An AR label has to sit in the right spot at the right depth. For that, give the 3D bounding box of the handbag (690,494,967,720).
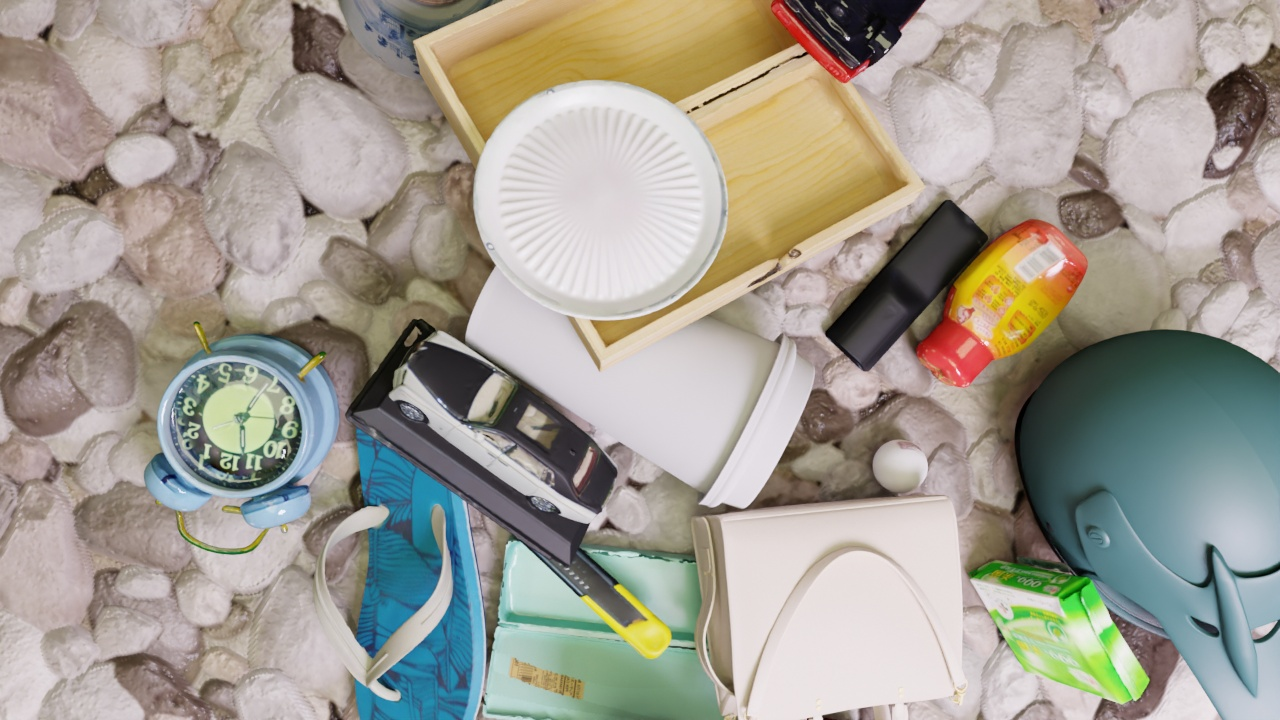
[{"bbox_3d":[0.136,0.201,0.650,0.194,0.101,0.197,-3,82,-13],"label":"handbag"}]

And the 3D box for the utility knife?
[{"bbox_3d":[-0.047,0.152,0.668,0.172,0.020,0.028,40,72,6],"label":"utility knife"}]

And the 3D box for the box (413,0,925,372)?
[{"bbox_3d":[0.018,-0.156,0.612,0.246,0.068,0.253,-29,76,-10],"label":"box"}]

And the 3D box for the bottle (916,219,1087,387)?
[{"bbox_3d":[0.267,-0.039,0.687,0.071,0.048,0.134,43,90,-6],"label":"bottle"}]

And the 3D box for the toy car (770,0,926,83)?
[{"bbox_3d":[0.158,-0.263,0.628,0.081,0.056,0.188,43,58,-6],"label":"toy car"}]

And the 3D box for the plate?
[{"bbox_3d":[-0.024,-0.099,0.566,0.157,0.014,0.156,1,78,-5],"label":"plate"}]

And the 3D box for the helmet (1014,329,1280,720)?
[{"bbox_3d":[0.385,0.112,0.631,0.176,0.200,0.275,-25,96,-2],"label":"helmet"}]

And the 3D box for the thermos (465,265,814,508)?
[{"bbox_3d":[-0.004,0.004,0.640,0.222,0.131,0.131,26,92,2],"label":"thermos"}]

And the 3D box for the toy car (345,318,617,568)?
[{"bbox_3d":[-0.089,0.050,0.624,0.191,0.071,0.093,39,53,-17],"label":"toy car"}]

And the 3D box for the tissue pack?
[{"bbox_3d":[0.306,0.196,0.680,0.034,0.114,0.099,-33,96,-17],"label":"tissue pack"}]

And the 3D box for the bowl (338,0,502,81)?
[{"bbox_3d":[-0.140,-0.272,0.636,0.150,0.057,0.151,0,94,-5],"label":"bowl"}]

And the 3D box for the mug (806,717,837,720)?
[{"bbox_3d":[0.118,0.315,0.681,0.088,0.087,0.113,21,49,8],"label":"mug"}]

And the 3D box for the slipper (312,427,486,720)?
[{"bbox_3d":[-0.170,0.155,0.648,0.118,0.060,0.295,-2,92,21],"label":"slipper"}]

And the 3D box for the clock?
[{"bbox_3d":[-0.282,0.058,0.651,0.118,0.060,0.162,11,97,-7],"label":"clock"}]

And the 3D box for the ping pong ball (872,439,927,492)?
[{"bbox_3d":[0.197,0.080,0.695,0.040,0.040,0.040,0,94,-4],"label":"ping pong ball"}]

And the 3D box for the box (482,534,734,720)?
[{"bbox_3d":[-0.017,0.207,0.687,0.187,0.052,0.138,9,80,-4],"label":"box"}]

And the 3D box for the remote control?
[{"bbox_3d":[0.203,-0.056,0.696,0.045,0.021,0.140,42,89,-7],"label":"remote control"}]
